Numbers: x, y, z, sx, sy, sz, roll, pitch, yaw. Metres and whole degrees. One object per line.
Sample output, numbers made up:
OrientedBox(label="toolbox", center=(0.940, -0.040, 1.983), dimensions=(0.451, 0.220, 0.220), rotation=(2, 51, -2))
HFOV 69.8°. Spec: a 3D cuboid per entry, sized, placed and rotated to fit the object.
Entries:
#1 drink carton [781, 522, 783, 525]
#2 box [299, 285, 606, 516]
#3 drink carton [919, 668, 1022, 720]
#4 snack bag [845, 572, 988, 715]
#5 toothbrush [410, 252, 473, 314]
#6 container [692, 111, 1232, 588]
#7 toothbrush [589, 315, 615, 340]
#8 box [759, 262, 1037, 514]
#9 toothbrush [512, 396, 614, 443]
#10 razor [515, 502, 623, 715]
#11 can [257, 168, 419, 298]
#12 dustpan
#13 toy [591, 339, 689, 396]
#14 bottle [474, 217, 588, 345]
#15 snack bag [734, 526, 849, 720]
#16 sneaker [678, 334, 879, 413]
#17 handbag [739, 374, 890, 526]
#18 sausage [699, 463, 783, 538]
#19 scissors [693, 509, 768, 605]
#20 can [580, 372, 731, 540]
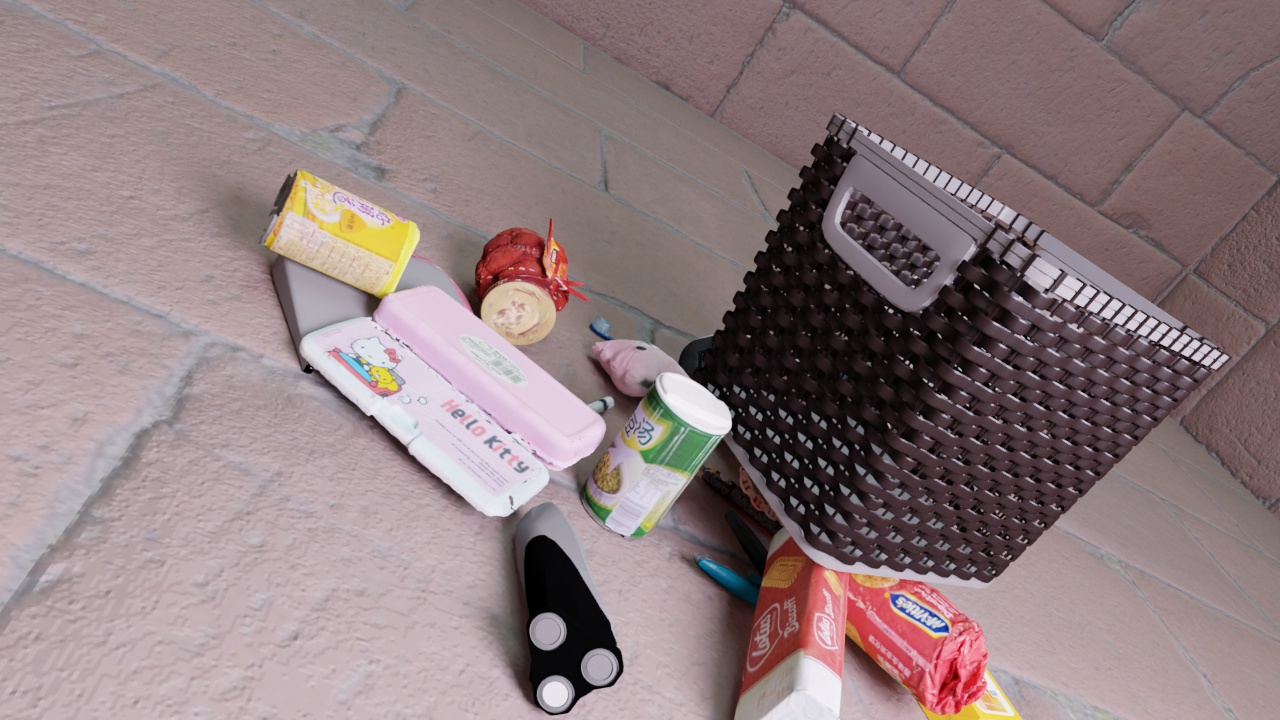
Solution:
OrientedBox(label="drink carton", center=(0.178, 0.123, 0.816), dimensions=(0.122, 0.041, 0.058), rotation=(18, 61, -32))
OrientedBox(label="box", center=(-0.134, 0.020, 0.686), dimensions=(0.201, 0.041, 0.153), rotation=(37, 26, 12))
OrientedBox(label="drink carton", center=(0.254, 0.260, 0.767), dimensions=(0.058, 0.040, 0.122), rotation=(19, 27, -32))
OrientedBox(label="snack bag", center=(0.204, 0.203, 0.734), dimensions=(0.082, 0.082, 0.176), rotation=(12, 19, -41))
OrientedBox(label="toothbrush", center=(-0.199, -0.085, 0.874), dimensions=(0.135, 0.016, 0.021), rotation=(45, 27, 24))
OrientedBox(label="container", center=(0.219, 0.003, 0.705), dimensions=(0.245, 0.244, 0.247), rotation=(15, 27, -35))
OrientedBox(label="toothbrush", center=(0.001, -0.003, 0.979), dimensions=(0.135, 0.017, 0.021), rotation=(38, 25, 9))
OrientedBox(label="box", center=(0.307, 0.093, 1.184), dimensions=(0.164, 0.447, 0.167), rotation=(-14, 51, -48))
OrientedBox(label="toothbrush", center=(-0.068, 0.052, 0.777), dimensions=(0.012, 0.017, 0.186), rotation=(40, 24, 15))
OrientedBox(label="razor", center=(-0.052, 0.145, 0.575), dimensions=(0.060, 0.057, 0.156), rotation=(56, 4, -25))
OrientedBox(label="can", center=(-0.234, -0.098, 0.717), dimensions=(0.105, 0.068, 0.067), rotation=(25, 25, -27))
OrientedBox(label="dustpan", center=(-0.232, -0.067, 0.784), dimensions=(0.163, 0.033, 0.257), rotation=(12, 40, -42))
OrientedBox(label="toy", center=(-0.005, 0.005, 0.913), dimensions=(0.096, 0.053, 0.099), rotation=(33, 16, 31))
OrientedBox(label="bottle", center=(-0.108, -0.076, 0.879), dimensions=(0.099, 0.099, 0.111), rotation=(25, 29, -20))
OrientedBox(label="snack bag", center=(0.111, 0.183, 0.651), dimensions=(0.041, 0.078, 0.224), rotation=(38, 28, -3))
OrientedBox(label="sneaker", center=(0.153, 0.029, 1.042), dimensions=(0.239, 0.089, 0.124), rotation=(15, 0, -5))
OrientedBox(label="handbag", center=(0.143, 0.115, 0.899), dimensions=(0.198, 0.117, 0.186), rotation=(27, 57, -26))
OrientedBox(label="sausage", center=(0.112, 0.144, 0.834), dimensions=(0.155, 0.020, 0.020), rotation=(38, 23, 10))
OrientedBox(label="scissors", center=(0.101, 0.178, 0.751), dimensions=(0.148, 0.019, 0.117), rotation=(32, 27, -17))
OrientedBox(label="can", center=(0.011, 0.073, 0.708), dimensions=(0.067, 0.121, 0.067), rotation=(28, 24, -14))
